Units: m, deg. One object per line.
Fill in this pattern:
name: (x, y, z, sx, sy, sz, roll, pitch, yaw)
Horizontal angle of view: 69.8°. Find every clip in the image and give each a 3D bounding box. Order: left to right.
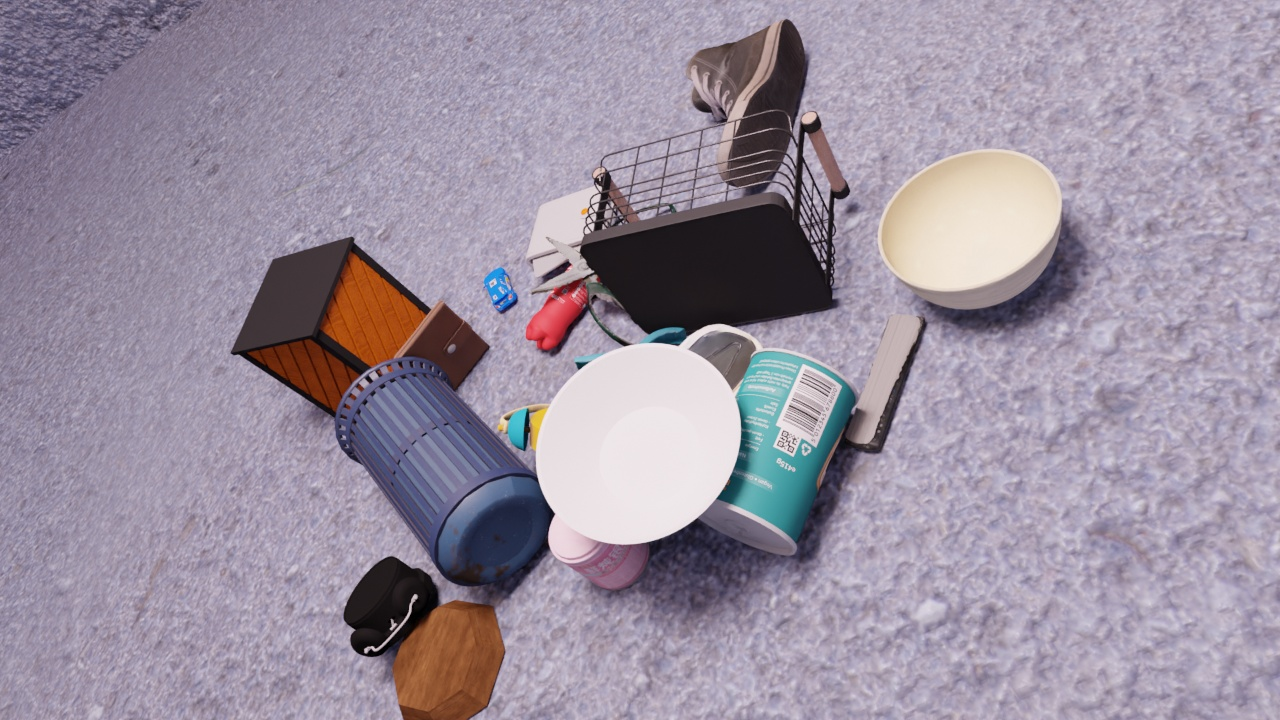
clip: (-0.005, -0.009, 0.951, 0.130, 0.030, 0.120, -1, 56, 14)

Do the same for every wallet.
wallet: (-0.227, -0.009, 1.059, 0.013, 0.121, 0.087, 32, 80, 27)
wallet: (-0.087, -0.152, 1.124, 0.119, 0.037, 0.115, -12, 53, 32)

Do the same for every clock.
clock: (-0.253, 0.245, 0.918, 0.091, 0.042, 0.121, -47, 24, -4)
clock: (-0.079, 0.068, 0.926, 0.130, 0.098, 0.044, 16, 111, 36)

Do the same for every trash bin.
trash bin: (-0.368, -0.033, 1.134, 0.140, 0.172, 0.139, -9, 54, 29)
trash bin: (-0.201, 0.112, 0.941, 0.139, 0.139, 0.249, -48, 47, -5)

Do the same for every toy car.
toy car: (-0.186, -0.097, 1.133, 0.033, 0.062, 0.092, -36, 45, 7)

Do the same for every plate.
plate: (-0.191, 0.289, 0.882, 0.131, 0.025, 0.131, -18, 50, 23)
plate: (0.001, 0.071, 0.757, 0.174, 0.036, 0.173, -9, 61, 16)

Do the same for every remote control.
remote control: (0.215, 0.018, 0.808, 0.033, 0.013, 0.136, 9, 63, 38)

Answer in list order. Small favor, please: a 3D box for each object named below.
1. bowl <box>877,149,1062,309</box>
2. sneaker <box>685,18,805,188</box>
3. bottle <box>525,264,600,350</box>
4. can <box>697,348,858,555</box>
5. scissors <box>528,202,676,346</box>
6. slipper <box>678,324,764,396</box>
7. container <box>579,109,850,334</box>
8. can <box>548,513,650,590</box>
bowl: (0.291, -0.102, 0.799, 0.151, 0.075, 0.150, -18, 51, 23)
sneaker: (0.104, -0.287, 1.052, 0.120, 0.095, 0.234, -4, 59, 35)
bottle: (-0.080, -0.075, 1.059, 0.042, 0.042, 0.141, 23, 73, 42)
can: (0.111, 0.077, 0.776, 0.099, 0.099, 0.143, 11, 66, 39)
scissors: (-0.020, -0.094, 1.027, 0.201, 0.015, 0.205, -28, 61, -11)
slipper: (0.022, 0.047, 0.831, 0.111, 0.063, 0.263, 24, 52, 30)
container: (0.072, -0.134, 0.906, 0.242, 0.163, 0.130, -9, 54, 27)
can: (-0.037, 0.164, 0.831, 0.067, 0.076, 0.067, -18, 50, 23)
